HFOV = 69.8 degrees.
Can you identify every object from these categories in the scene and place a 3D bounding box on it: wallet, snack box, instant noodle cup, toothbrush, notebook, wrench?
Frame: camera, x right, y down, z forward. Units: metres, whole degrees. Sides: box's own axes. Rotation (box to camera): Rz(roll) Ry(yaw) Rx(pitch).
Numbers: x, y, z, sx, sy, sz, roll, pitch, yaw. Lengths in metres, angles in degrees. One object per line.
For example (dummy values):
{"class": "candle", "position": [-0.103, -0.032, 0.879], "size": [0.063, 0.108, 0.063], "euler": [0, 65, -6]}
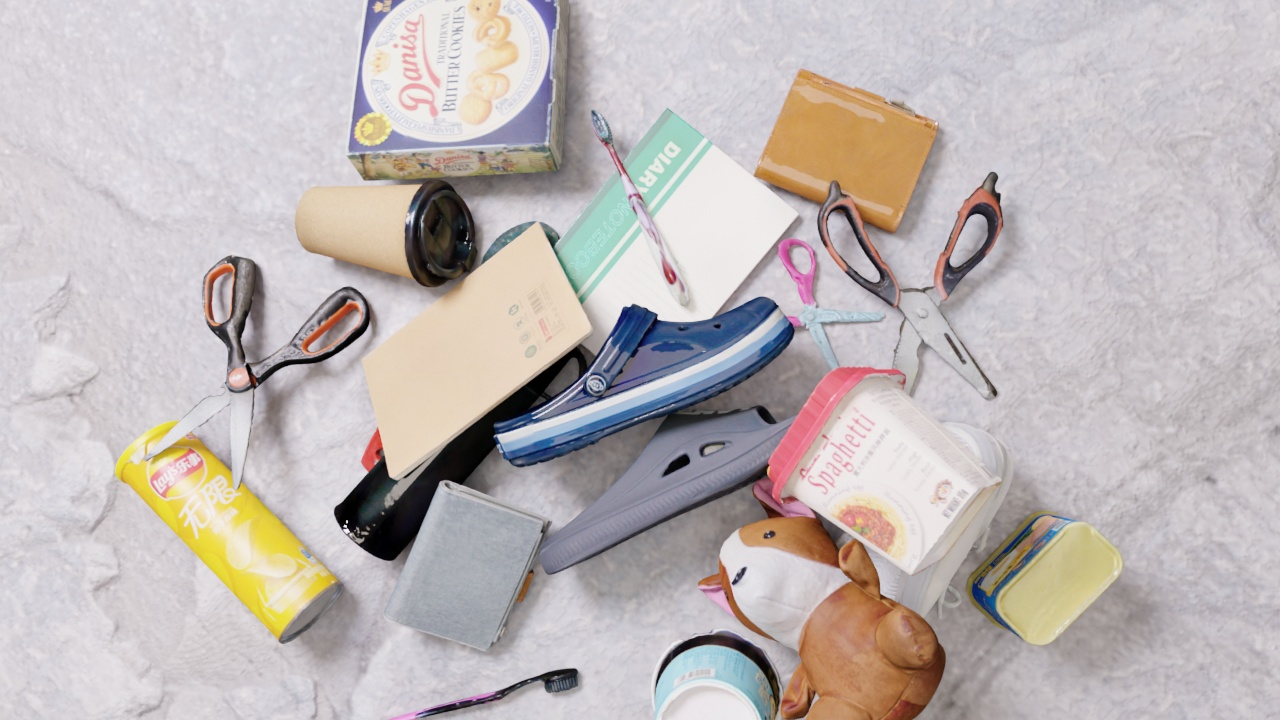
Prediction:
{"class": "wallet", "position": [-0.144, 0.175, 0.778], "size": [0.106, 0.037, 0.130], "euler": [22, 100, -14]}
{"class": "snack box", "position": [-0.158, -0.250, 0.806], "size": [0.182, 0.046, 0.177], "euler": [-2, 71, 6]}
{"class": "instant noodle cup", "position": [0.057, 0.276, 0.714], "size": [0.111, 0.120, 0.111], "euler": [-1, 85, 7]}
{"class": "toothbrush", "position": [-0.142, 0.296, 0.792], "size": [0.189, 0.014, 0.018], "euler": [-17, 95, 6]}
{"class": "instant noodle cup", "position": [0.175, 0.078, 0.651], "size": [0.124, 0.116, 0.116], "euler": [40, 111, 29]}
{"class": "notebook", "position": [-0.144, -0.012, 0.772], "size": [0.208, 0.008, 0.147], "euler": [-37, 49, 10]}
{"class": "notebook", "position": [0.014, -0.094, 0.801], "size": [0.150, 0.012, 0.209], "euler": [40, 91, 3]}
{"class": "toothbrush", "position": [-0.001, -0.132, 0.787], "size": [0.016, 0.017, 0.187], "euler": [-25, 86, 3]}
{"class": "wallet", "position": [0.176, -0.182, 0.784], "size": [0.132, 0.031, 0.107], "euler": [22, 87, 3]}
{"class": "wrench", "position": [-0.165, -0.013, 0.821], "size": [0.056, 0.016, 0.273], "euler": [36, 89, 9]}

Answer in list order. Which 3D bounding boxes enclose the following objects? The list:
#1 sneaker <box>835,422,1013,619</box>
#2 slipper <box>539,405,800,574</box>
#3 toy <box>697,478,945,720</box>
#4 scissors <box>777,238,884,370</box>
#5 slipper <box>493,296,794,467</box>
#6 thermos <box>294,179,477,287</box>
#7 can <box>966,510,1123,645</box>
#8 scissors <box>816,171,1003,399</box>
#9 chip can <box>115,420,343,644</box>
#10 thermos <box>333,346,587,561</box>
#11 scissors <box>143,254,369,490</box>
{"class": "sneaker", "position": [0.215, 0.157, 0.734], "size": [0.089, 0.090, 0.242], "euler": [41, 112, 41]}
{"class": "slipper", "position": [0.027, 0.084, 0.744], "size": [0.268, 0.110, 0.083], "euler": [-29, 79, 7]}
{"class": "toy", "position": [0.122, 0.185, 0.679], "size": [0.140, 0.130, 0.199], "euler": [-55, 41, 11]}
{"class": "scissors", "position": [0.142, -0.045, 0.787], "size": [0.133, 0.017, 0.134], "euler": [-1, 83, 3]}
{"class": "slipper", "position": [-0.004, 0.004, 0.739], "size": [0.253, 0.105, 0.095], "euler": [-24, 94, 0]}
{"class": "thermos", "position": [-0.223, -0.115, 0.805], "size": [0.143, 0.093, 0.093], "euler": [8, 86, 16]}
{"class": "can", "position": [0.311, 0.168, 0.711], "size": [0.057, 0.083, 0.102], "euler": [44, 91, 9]}
{"class": "scissors", "position": [0.226, -0.059, 0.762], "size": [0.189, 0.015, 0.223], "euler": [18, 96, 2]}
{"class": "chip can", "position": [-0.359, 0.148, 0.803], "size": [0.213, 0.072, 0.072], "euler": [42, 91, 8]}
{"class": "thermos", "position": [-0.147, 0.068, 0.788], "size": [0.090, 0.068, 0.242], "euler": [43, 91, -9]}
{"class": "scissors", "position": [-0.340, -0.003, 0.810], "size": [0.232, 0.022, 0.220], "euler": [-24, 68, -9]}
